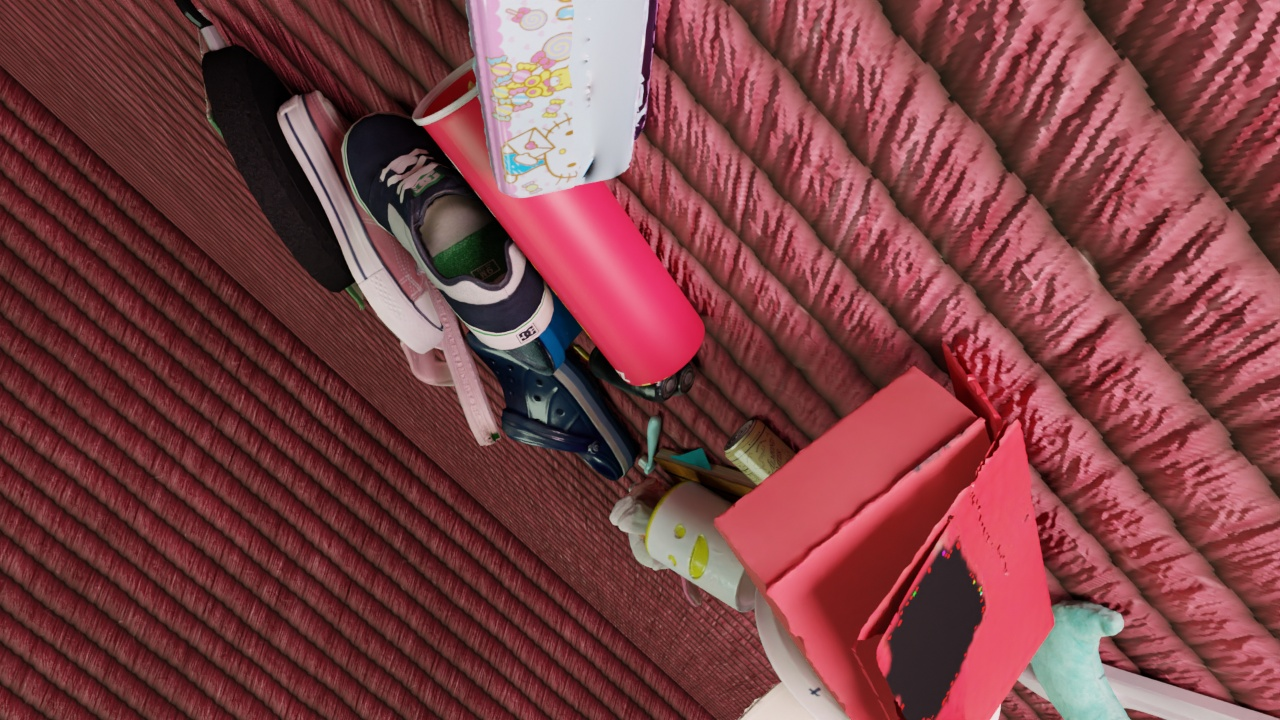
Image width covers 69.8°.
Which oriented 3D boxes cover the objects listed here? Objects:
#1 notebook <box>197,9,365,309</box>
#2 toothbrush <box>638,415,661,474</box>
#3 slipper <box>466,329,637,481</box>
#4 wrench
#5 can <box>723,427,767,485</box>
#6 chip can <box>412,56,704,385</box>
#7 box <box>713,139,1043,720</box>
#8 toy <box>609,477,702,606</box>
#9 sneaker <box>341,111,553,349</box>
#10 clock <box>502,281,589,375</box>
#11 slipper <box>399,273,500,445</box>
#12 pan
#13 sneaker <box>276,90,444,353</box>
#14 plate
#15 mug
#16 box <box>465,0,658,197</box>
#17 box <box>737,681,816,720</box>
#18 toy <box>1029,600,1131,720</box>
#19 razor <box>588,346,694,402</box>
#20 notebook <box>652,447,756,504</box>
[{"bbox_3d":[-0.341,-0.186,0.881,0.253,0.010,0.181,66,178,-52],"label":"notebook"},{"bbox_3d":[0.010,0.085,0.928,0.016,0.016,0.181,46,164,14],"label":"toothbrush"},{"bbox_3d":[-0.090,0.053,0.936,0.105,0.095,0.253,24,158,49],"label":"slipper"},{"bbox_3d":[0.343,0.224,0.578,0.087,0.018,0.274,48,159,-20],"label":"wrench"},{"bbox_3d":[0.104,0.083,0.698,0.079,0.038,0.038,43,162,-4],"label":"can"},{"bbox_3d":[-0.042,-0.081,0.567,0.069,0.069,0.220,16,149,53],"label":"chip can"},{"bbox_3d":[0.112,0.042,0.570,0.214,0.153,0.325,57,-171,-43],"label":"box"},{"bbox_3d":[0.021,0.180,0.979,0.159,0.084,0.194,63,-177,24],"label":"toy"},{"bbox_3d":[-0.143,-0.112,0.630,0.235,0.084,0.079,49,169,28],"label":"sneaker"},{"bbox_3d":[-0.106,-0.057,0.769,0.117,0.060,0.161,27,156,39],"label":"clock"},{"bbox_3d":[-0.207,-0.011,0.928,0.094,0.064,0.239,81,164,-57],"label":"slipper"},{"bbox_3d":[-0.332,-0.224,0.787,0.225,0.034,0.356,-120,5,-69],"label":"pan"},{"bbox_3d":[-0.218,-0.126,0.794,0.118,0.088,0.241,-121,6,-79],"label":"sneaker"},{"bbox_3d":[0.169,0.183,0.630,0.182,0.181,0.034,35,129,18],"label":"plate"},{"bbox_3d":[0.070,0.169,0.842,0.106,0.082,0.082,26,156,35],"label":"mug"},{"bbox_3d":[-0.029,-0.152,0.393,0.077,0.096,0.214,12,159,1],"label":"box"},{"bbox_3d":[0.165,0.240,0.687,0.143,0.191,0.069,35,162,-3],"label":"box"},{"bbox_3d":[0.282,0.199,0.576,0.105,0.033,0.085,70,162,1],"label":"toy"},{"bbox_3d":[-0.004,0.004,0.730,0.067,0.054,0.151,28,171,-16],"label":"razor"},{"bbox_3d":[0.113,0.151,0.870,0.178,0.014,0.250,50,160,-25],"label":"notebook"}]
